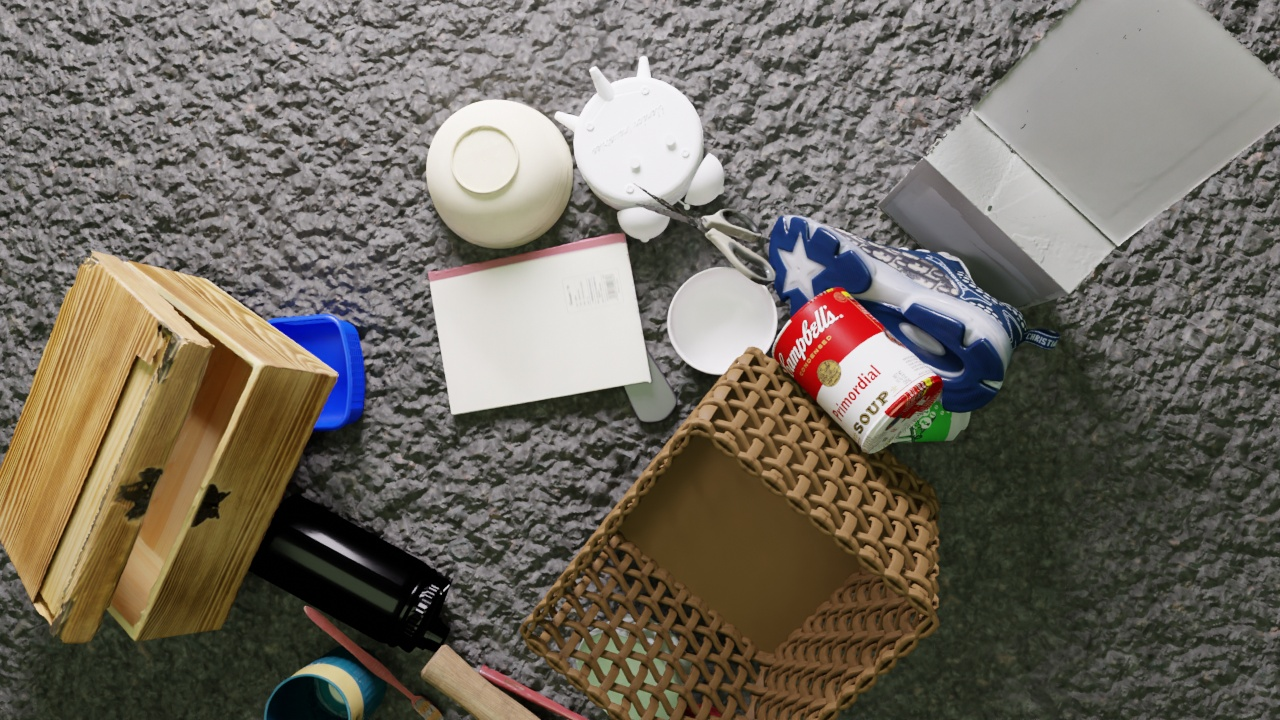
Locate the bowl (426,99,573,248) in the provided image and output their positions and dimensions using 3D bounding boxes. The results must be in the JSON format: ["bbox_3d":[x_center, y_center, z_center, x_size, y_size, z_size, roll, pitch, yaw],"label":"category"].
[{"bbox_3d":[-0.146,-0.190,0.905,0.151,0.075,0.150,0,90,5],"label":"bowl"}]

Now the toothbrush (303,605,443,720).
[{"bbox_3d":[-0.262,0.301,0.903,0.184,0.016,0.015,48,70,-17],"label":"toothbrush"}]

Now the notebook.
[{"bbox_3d":[-0.103,-0.035,0.924,0.209,0.012,0.153,-10,88,8],"label":"notebook"}]

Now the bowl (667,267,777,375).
[{"bbox_3d":[0.079,-0.037,0.896,0.105,0.054,0.105,0,90,2],"label":"bowl"}]

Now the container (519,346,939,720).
[{"bbox_3d":[0.085,0.169,0.774,0.219,0.213,0.252,39,114,4],"label":"container"}]

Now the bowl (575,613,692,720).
[{"bbox_3d":[0.002,0.291,0.884,0.117,0.061,0.118,15,121,26],"label":"bowl"}]

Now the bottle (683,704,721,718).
[{"bbox_3d":[0.055,0.371,0.830,0.062,0.176,0.062,0,89,4],"label":"bottle"}]

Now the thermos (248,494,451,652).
[{"bbox_3d":[-0.274,0.216,0.903,0.198,0.086,0.086,27,91,4],"label":"thermos"}]

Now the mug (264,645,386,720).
[{"bbox_3d":[-0.315,0.340,0.895,0.113,0.107,0.083,-39,88,3],"label":"mug"}]

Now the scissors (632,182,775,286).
[{"bbox_3d":[0.067,-0.119,0.856,0.154,0.162,0.013,53,125,12],"label":"scissors"}]

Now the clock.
[{"bbox_3d":[0.000,-0.208,0.894,0.125,0.073,0.161,-32,87,3],"label":"clock"}]

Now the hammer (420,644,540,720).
[{"bbox_3d":[-0.084,0.385,0.873,0.305,0.040,0.132,39,63,-1],"label":"hammer"}]

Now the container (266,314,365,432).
[{"bbox_3d":[-0.328,0.014,0.924,0.096,0.058,0.114,-5,89,4],"label":"container"}]

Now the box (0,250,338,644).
[{"bbox_3d":[-0.456,0.070,0.843,0.245,0.167,0.279,30,98,31],"label":"box"}]

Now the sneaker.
[{"bbox_3d":[0.242,-0.065,0.847,0.132,0.103,0.269,-25,48,-34],"label":"sneaker"}]

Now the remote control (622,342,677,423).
[{"bbox_3d":[-0.006,0.005,0.923,0.046,0.009,0.124,-28,87,4],"label":"remote control"}]

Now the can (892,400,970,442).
[{"bbox_3d":[0.231,0.034,0.865,0.140,0.088,0.088,-3,89,4],"label":"can"}]

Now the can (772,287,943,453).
[{"bbox_3d":[0.182,0.008,0.775,0.086,0.086,0.116,-43,65,3],"label":"can"}]

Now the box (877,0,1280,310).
[{"bbox_3d":[0.348,-0.175,0.687,0.166,0.480,0.119,44,66,3],"label":"box"}]

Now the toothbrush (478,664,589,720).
[{"bbox_3d":[-0.075,0.350,0.921,0.190,0.016,0.016,23,74,5],"label":"toothbrush"}]
